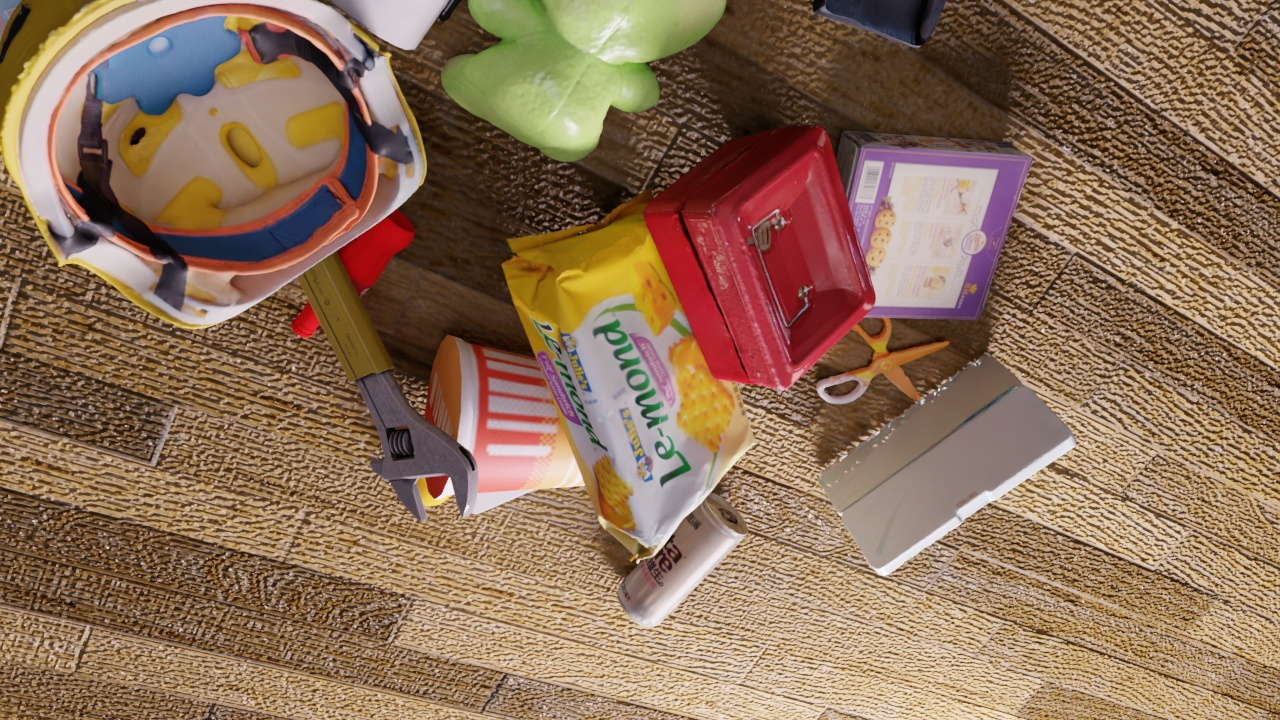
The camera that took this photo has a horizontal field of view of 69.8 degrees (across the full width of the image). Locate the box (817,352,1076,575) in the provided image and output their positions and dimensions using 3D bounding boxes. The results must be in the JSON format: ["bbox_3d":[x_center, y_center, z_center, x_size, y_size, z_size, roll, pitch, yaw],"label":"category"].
[{"bbox_3d":[0.256,0.084,0.801,0.197,0.134,0.041,-37,131,10],"label":"box"}]

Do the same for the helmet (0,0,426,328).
[{"bbox_3d":[-0.256,-0.150,0.525,0.209,0.139,0.240,-36,156,-8],"label":"helmet"}]

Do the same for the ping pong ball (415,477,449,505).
[{"bbox_3d":[-0.177,0.103,0.776,0.040,0.040,0.040,-5,120,-9],"label":"ping pong ball"}]

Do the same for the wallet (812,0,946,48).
[{"bbox_3d":[0.179,-0.285,0.635,0.089,0.026,0.115,12,115,-19],"label":"wallet"}]

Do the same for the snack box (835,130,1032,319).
[{"bbox_3d":[0.220,-0.105,0.739,0.148,0.040,0.144,1,119,-13],"label":"snack box"}]

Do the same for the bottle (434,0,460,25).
[{"bbox_3d":[-0.101,-0.261,0.591,0.025,0.025,0.106,33,108,-26],"label":"bottle"}]

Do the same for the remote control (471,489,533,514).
[{"bbox_3d":[-0.092,0.091,0.806,0.147,0.008,0.045,-23,122,2],"label":"remote control"}]

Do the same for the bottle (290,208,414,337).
[{"bbox_3d":[-0.216,-0.062,0.675,0.036,0.036,0.119,38,107,-28],"label":"bottle"}]

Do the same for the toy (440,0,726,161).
[{"bbox_3d":[-0.031,-0.219,0.589,0.150,0.107,0.197,27,120,-24],"label":"toy"}]

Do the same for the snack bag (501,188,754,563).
[{"bbox_3d":[-0.004,0.004,0.677,0.068,0.159,0.247,-5,111,41],"label":"snack bag"}]

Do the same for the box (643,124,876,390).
[{"bbox_3d":[0.088,-0.074,0.665,0.129,0.093,0.158,-41,122,-32],"label":"box"}]

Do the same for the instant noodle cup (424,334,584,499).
[{"bbox_3d":[-0.097,0.049,0.722,0.121,0.123,0.124,6,118,-24],"label":"instant noodle cup"}]

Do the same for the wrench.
[{"bbox_3d":[-0.194,-0.008,0.644,0.084,0.018,0.273,-24,92,27],"label":"wrench"}]

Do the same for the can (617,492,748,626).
[{"bbox_3d":[0.038,0.189,0.864,0.054,0.054,0.136,32,109,-26],"label":"can"}]

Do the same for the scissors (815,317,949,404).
[{"bbox_3d":[0.211,0.005,0.818,0.128,0.011,0.125,-41,118,14],"label":"scissors"}]

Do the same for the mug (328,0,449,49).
[{"bbox_3d":[-0.159,-0.262,0.549,0.121,0.091,0.090,44,106,7],"label":"mug"}]

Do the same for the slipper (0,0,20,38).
[{"bbox_3d":[-0.389,-0.222,0.525,0.104,0.074,0.246,-18,120,-1],"label":"slipper"}]
